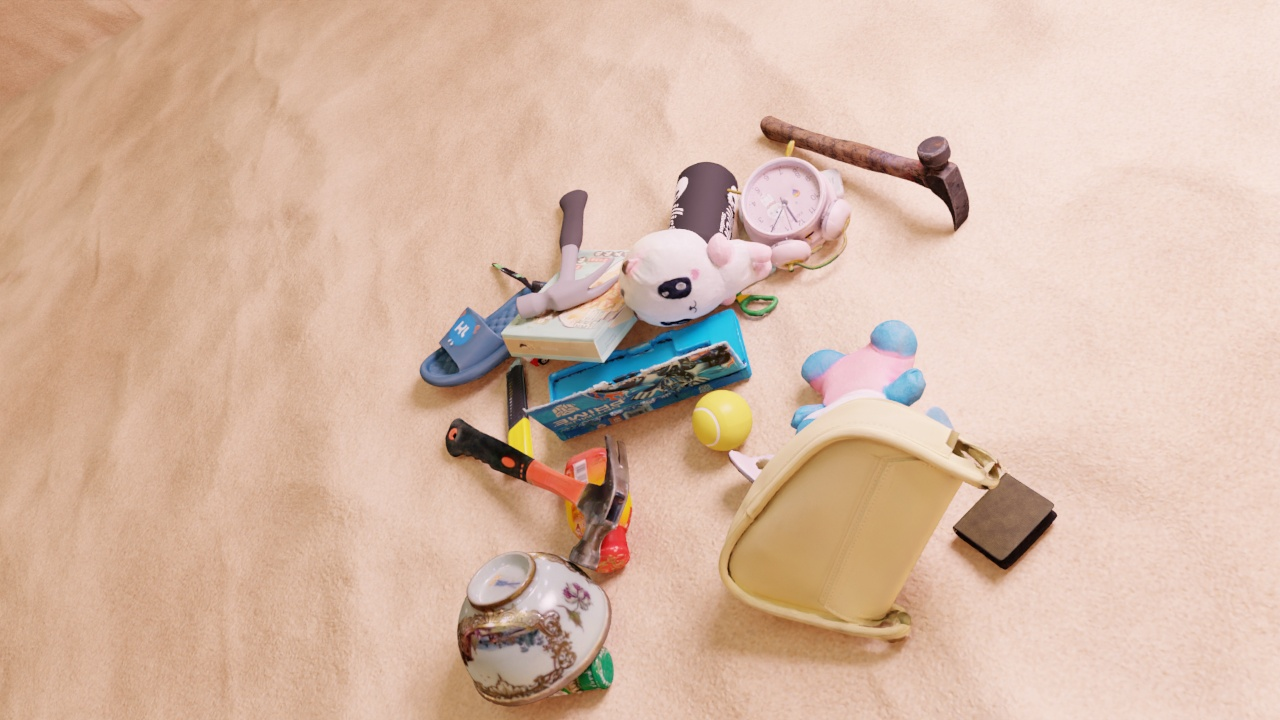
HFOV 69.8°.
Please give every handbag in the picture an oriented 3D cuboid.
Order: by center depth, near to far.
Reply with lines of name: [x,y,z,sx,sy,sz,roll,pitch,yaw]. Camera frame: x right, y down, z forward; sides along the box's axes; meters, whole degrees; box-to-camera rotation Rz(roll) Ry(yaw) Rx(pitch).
handbag: [0.184,0.135,0.815,0.191,0.233,0.088,27,29,14]
handbag: [0.299,0.119,0.875,0.084,0.027,0.178,-44,43,-6]

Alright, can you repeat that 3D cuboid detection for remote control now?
remote control: [0.190,-0.204,1.162,0.133,0.022,0.050,-13,51,19]

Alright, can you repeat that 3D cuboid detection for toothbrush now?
toothbrush: [-0.170,-0.117,1.260,0.014,0.017,0.188,-9,21,-27]

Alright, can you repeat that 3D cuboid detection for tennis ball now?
tennis ball: [0.088,0.065,0.990,0.065,0.065,0.065,-14,52,18]

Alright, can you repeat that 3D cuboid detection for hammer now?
hammer: [-0.132,0.122,1.046,0.334,0.033,0.133,14,78,47]
hammer: [0.261,-0.248,1.126,0.033,0.120,0.330,-43,39,-8]
hammer: [-0.089,-0.157,1.215,0.125,0.029,0.310,-16,33,10]

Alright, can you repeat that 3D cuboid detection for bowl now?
bowl: [-0.119,0.247,0.912,0.160,0.094,0.159,-20,27,11]

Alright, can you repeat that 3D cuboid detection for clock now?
clock: [0.185,-0.174,1.103,0.117,0.058,0.158,-35,66,11]

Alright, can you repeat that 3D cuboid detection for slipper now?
slipper: [-0.201,-0.038,1.215,0.213,0.059,0.104,-36,40,-6]

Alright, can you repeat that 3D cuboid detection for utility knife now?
utility knife: [-0.152,0.065,1.146,0.029,0.020,0.173,-19,51,12]

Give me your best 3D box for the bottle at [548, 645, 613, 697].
bottle: [-0.083,0.313,0.914,0.110,0.043,0.042,-16,51,17]

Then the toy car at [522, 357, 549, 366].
toy car: [-0.119,-0.031,1.194,0.089,0.025,0.038,-46,49,-10]

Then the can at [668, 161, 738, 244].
can: [0.078,-0.176,1.160,0.080,0.080,0.145,-6,54,24]

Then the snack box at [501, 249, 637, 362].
snack box: [-0.062,-0.072,1.146,0.142,0.044,0.193,4,41,33]

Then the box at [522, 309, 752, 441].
box: [-0.006,0.007,1.049,0.244,0.114,0.114,-20,50,13]

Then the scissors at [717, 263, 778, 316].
scissors: [0.113,-0.088,1.125,0.131,0.012,0.112,7,58,33]

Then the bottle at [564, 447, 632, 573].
bottle: [-0.044,0.163,0.998,0.071,0.048,0.134,-23,49,13]

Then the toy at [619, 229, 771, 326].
toy: [0.063,-0.100,1.061,0.179,0.139,0.101,-9,57,2]

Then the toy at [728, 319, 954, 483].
toy: [0.204,0.059,0.919,0.225,0.099,0.191,-16,45,36]
